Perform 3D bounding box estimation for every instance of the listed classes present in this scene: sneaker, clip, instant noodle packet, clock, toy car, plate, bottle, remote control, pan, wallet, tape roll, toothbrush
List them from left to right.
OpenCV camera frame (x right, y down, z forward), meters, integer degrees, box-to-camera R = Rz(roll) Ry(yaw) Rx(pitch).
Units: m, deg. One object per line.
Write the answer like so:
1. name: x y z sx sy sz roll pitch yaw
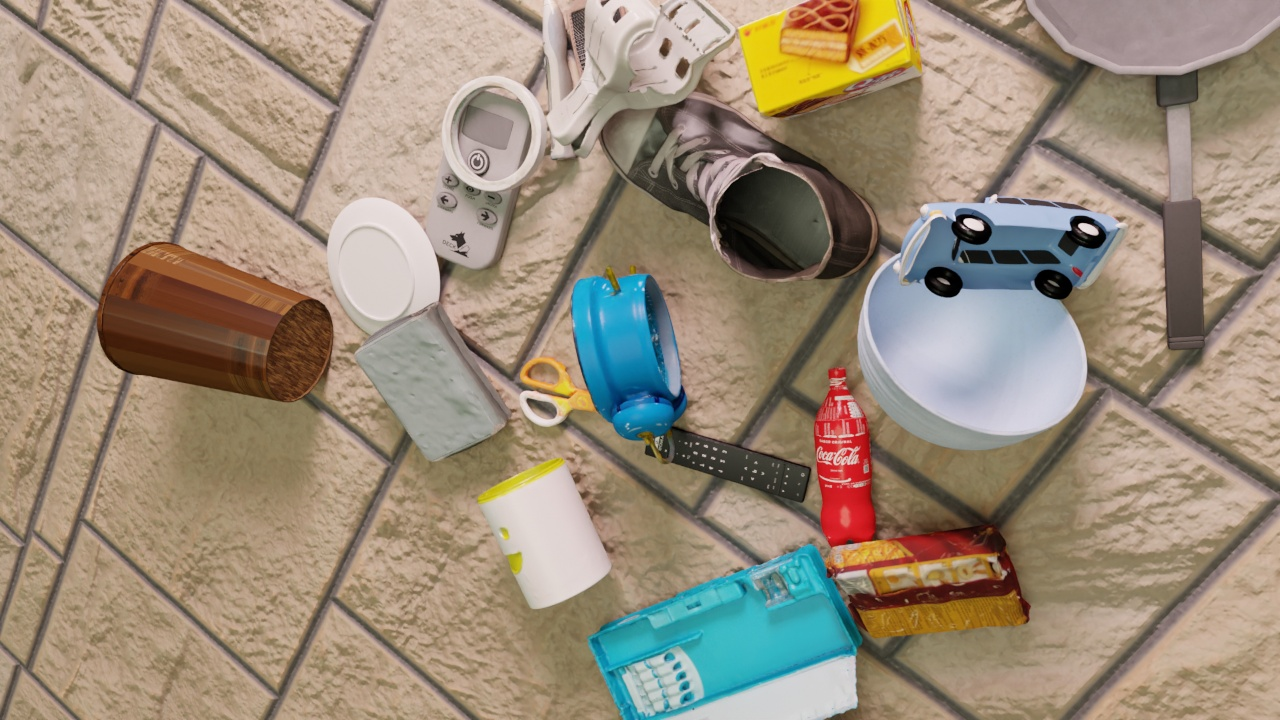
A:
1. plate: -0.241 -0.081 0.844 0.135 0.011 0.135 9 110 26
2. wallet: -0.184 0.020 0.824 0.101 0.054 0.131 -23 101 30
3. remote control: -0.141 -0.155 0.793 0.074 0.019 0.151 24 109 16
4. tape roll: -0.122 -0.187 0.761 0.093 0.013 0.093 3 98 20
5. toothbrush: -0.070 -0.257 0.741 0.024 0.022 0.186 -4 101 6
6. clip: -0.019 -0.222 0.658 0.152 0.126 0.104 -31 125 8
7. clock: -0.004 0.004 0.720 0.060 0.116 0.161 -14 96 12
8. sneaker: 0.054 -0.130 0.664 0.235 0.119 0.095 38 112 15
9. remote control: 0.070 0.083 0.760 0.140 0.009 0.030 15 106 19
10. bottle: 0.156 0.076 0.705 0.042 0.041 0.141 -2 100 23
11. instant noodle packet: 0.212 0.168 0.687 0.136 0.039 0.098 -14 126 24
12. toy car: 0.237 -0.076 0.598 0.153 0.054 0.056 0 135 -15
13. pan: 0.339 -0.181 0.580 0.179 0.041 0.357 -4 105 24

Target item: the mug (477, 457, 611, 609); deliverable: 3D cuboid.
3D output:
1. mug: -0.082 0.149 0.797 0.083 0.082 0.106 -25 92 25

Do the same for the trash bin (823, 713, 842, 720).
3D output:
1. trash bin: 0.145 0.390 0.715 0.157 0.156 0.183 -40 87 24

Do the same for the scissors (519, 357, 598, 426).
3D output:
1. scissors: -0.050 0.038 0.799 0.129 0.013 0.065 15 107 20

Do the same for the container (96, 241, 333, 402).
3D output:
1. container: -0.393 -0.030 0.870 0.167 0.132 0.132 15 106 13

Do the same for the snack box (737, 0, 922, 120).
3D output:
1. snack box: 0.133 -0.213 0.633 0.106 0.083 0.061 -13 95 25

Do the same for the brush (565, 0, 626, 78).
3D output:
1. brush: -0.041 -0.290 0.726 0.050 0.015 0.136 -10 97 23

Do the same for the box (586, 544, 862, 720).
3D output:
1. box: 0.070 0.267 0.757 0.228 0.084 0.171 -28 52 24

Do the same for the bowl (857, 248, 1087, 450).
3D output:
1. bowl: 0.214 0.001 0.628 0.150 0.150 0.075 34 150 13
